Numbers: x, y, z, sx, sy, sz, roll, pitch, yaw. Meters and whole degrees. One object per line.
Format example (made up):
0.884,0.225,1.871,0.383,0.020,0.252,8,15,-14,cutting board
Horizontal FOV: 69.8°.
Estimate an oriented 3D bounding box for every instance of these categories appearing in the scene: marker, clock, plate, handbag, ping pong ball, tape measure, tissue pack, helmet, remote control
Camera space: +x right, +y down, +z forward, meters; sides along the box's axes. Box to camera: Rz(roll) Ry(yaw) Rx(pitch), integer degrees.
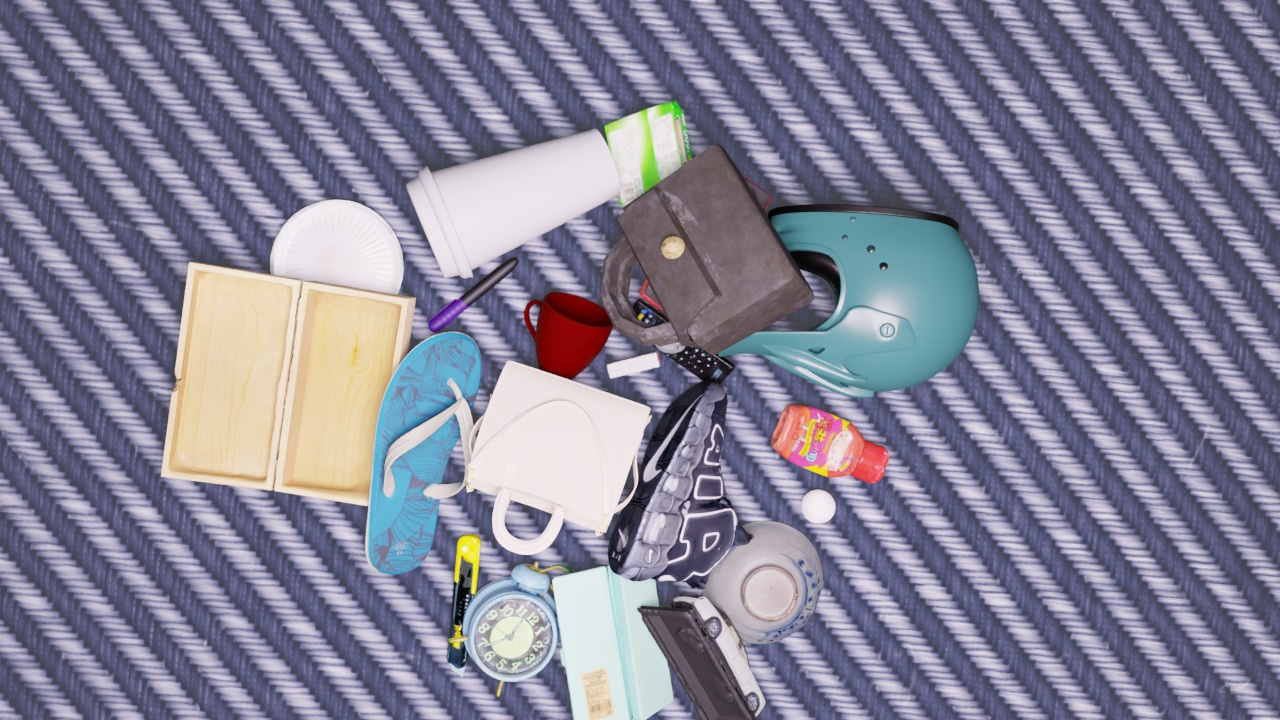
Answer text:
-0.199,-0.080,1.094,0.134,0.015,0.018,-39,64,0,marker
-0.137,0.306,1.079,0.162,0.060,0.118,-44,97,-7,clock
-0.359,-0.112,1.089,0.157,0.014,0.157,0,91,-2,plate
0.045,-0.105,0.980,0.200,0.102,0.197,-33,65,14,handbag
-0.101,0.123,1.031,0.194,0.101,0.197,19,65,1,handbag
0.213,0.175,1.098,0.040,0.040,0.040,0,91,-2,ping pong ball
-0.006,0.006,1.078,0.060,0.062,0.020,-14,92,4,tape measure
0.014,-0.236,1.067,0.100,0.034,0.114,-10,91,29,tissue pack
0.234,-0.060,1.032,0.275,0.176,0.200,7,86,11,helmet
0.046,-0.021,1.093,0.140,0.021,0.046,34,132,-3,remote control

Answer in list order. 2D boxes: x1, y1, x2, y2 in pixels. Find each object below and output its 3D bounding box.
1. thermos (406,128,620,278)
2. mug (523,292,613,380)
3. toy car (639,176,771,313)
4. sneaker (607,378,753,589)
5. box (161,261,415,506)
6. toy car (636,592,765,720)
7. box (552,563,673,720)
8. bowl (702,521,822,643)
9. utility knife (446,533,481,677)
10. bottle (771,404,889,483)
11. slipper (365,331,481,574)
-0.141,-0.187,1.045,0.221,0.131,0.131,-23,92,-9,thermos
-0.096,-0.027,1.074,0.114,0.087,0.088,33,114,24,mug
0.078,-0.135,1.079,0.081,0.056,0.189,32,86,-2,toy car
0.076,0.154,1.062,0.150,0.097,0.252,29,76,-17,sneaker
-0.403,0.029,1.057,0.253,0.068,0.247,9,95,-12,box
0.086,0.347,1.073,0.071,0.094,0.192,-38,106,-37,toy car
-0.028,0.328,1.068,0.138,0.052,0.187,-11,91,-39,box
0.150,0.270,1.091,0.150,0.057,0.150,0,91,-2,bowl
-0.213,0.295,1.102,0.029,0.020,0.172,5,92,0,utility knife
0.228,0.103,1.093,0.134,0.048,0.071,22,89,-2,bottle
-0.248,0.111,1.053,0.118,0.060,0.295,11,95,-37,slipper
